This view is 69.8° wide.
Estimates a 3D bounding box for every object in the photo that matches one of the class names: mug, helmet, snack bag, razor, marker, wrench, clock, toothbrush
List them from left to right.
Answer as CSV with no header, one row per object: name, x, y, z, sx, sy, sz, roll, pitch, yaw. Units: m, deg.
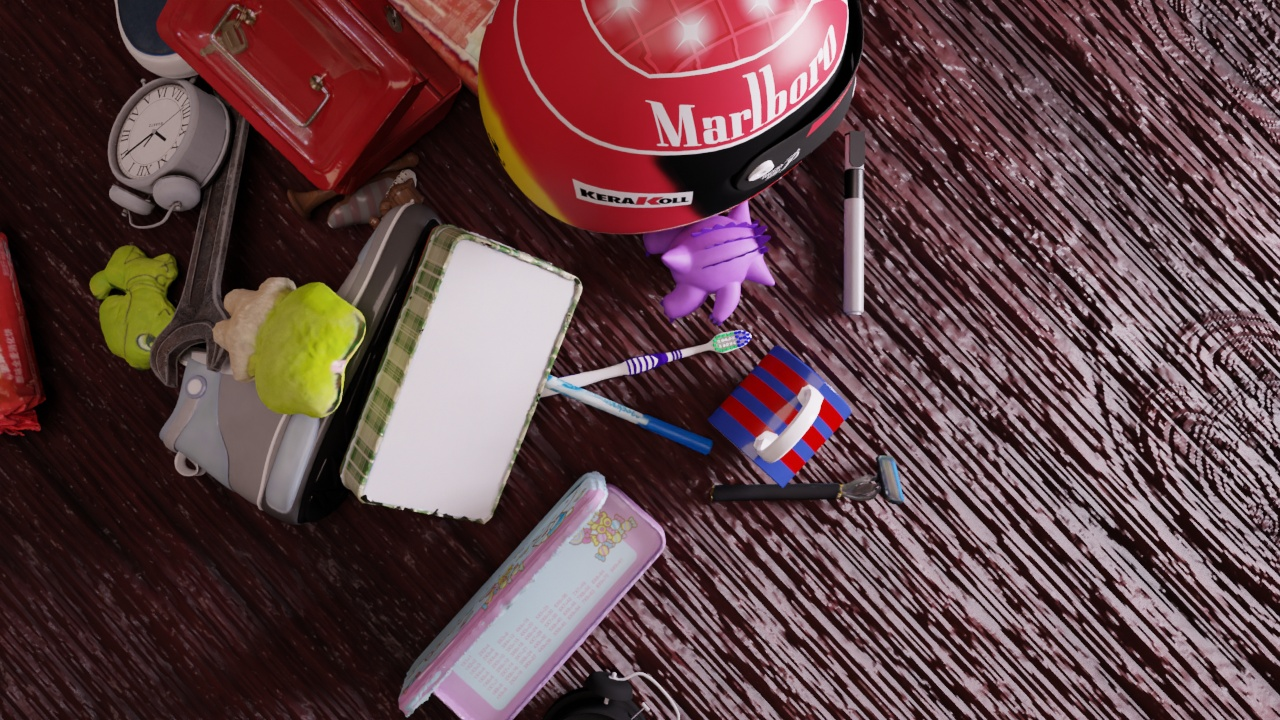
snack bag,-0.514,-0.022,0.702,0.082,0.082,0.176,-15,88,1
clock,-0.361,-0.157,0.696,0.095,0.035,0.122,-1,74,24
wrench,-0.320,-0.113,0.694,0.070,0.010,0.273,-1,75,19
snack bag,-0.149,-0.273,0.712,0.225,0.041,0.077,41,90,4
clock,-0.027,0.289,0.694,0.121,0.042,0.091,-41,88,1
marker,-0.011,0.041,0.706,0.142,0.013,0.013,23,89,-5
toothbrush,-0.004,0.004,0.712,0.187,0.016,0.015,-15,90,1
helmet,0.029,-0.195,0.587,0.270,0.225,0.197,-27,85,-10
mug,0.103,0.042,0.660,0.075,0.112,0.076,42,90,-3
razor,0.126,0.099,0.706,0.144,0.022,0.042,-5,46,6
marker,0.165,-0.105,0.709,0.016,0.016,0.140,1,89,2

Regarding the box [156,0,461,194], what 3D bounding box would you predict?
box,-0.219,-0.219,0.649,0.152,0.164,0.157,-38,103,27

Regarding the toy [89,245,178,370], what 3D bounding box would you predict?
toy,-0.389,-0.041,0.717,0.094,0.036,0.093,16,86,8

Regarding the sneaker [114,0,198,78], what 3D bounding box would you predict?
sneaker,-0.334,-0.358,0.662,0.121,0.127,0.294,4,84,4

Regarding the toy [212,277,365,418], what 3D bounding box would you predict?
toy,-0.244,-0.014,0.626,0.118,0.043,0.092,18,88,22

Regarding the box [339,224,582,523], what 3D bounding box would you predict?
box,-0.130,0.014,0.669,0.117,0.050,0.205,17,97,-39

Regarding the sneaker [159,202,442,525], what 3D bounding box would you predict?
sneaker,-0.258,-0.017,0.692,0.160,0.093,0.256,22,88,10

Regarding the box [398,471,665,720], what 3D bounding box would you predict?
box,-0.078,0.184,0.673,0.089,0.093,0.214,42,90,2

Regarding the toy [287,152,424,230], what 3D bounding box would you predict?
toy,-0.213,-0.124,0.710,0.102,0.041,0.054,-23,77,-4

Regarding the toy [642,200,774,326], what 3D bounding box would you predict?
toy,0.053,-0.080,0.692,0.088,0.056,0.106,-16,80,-3
